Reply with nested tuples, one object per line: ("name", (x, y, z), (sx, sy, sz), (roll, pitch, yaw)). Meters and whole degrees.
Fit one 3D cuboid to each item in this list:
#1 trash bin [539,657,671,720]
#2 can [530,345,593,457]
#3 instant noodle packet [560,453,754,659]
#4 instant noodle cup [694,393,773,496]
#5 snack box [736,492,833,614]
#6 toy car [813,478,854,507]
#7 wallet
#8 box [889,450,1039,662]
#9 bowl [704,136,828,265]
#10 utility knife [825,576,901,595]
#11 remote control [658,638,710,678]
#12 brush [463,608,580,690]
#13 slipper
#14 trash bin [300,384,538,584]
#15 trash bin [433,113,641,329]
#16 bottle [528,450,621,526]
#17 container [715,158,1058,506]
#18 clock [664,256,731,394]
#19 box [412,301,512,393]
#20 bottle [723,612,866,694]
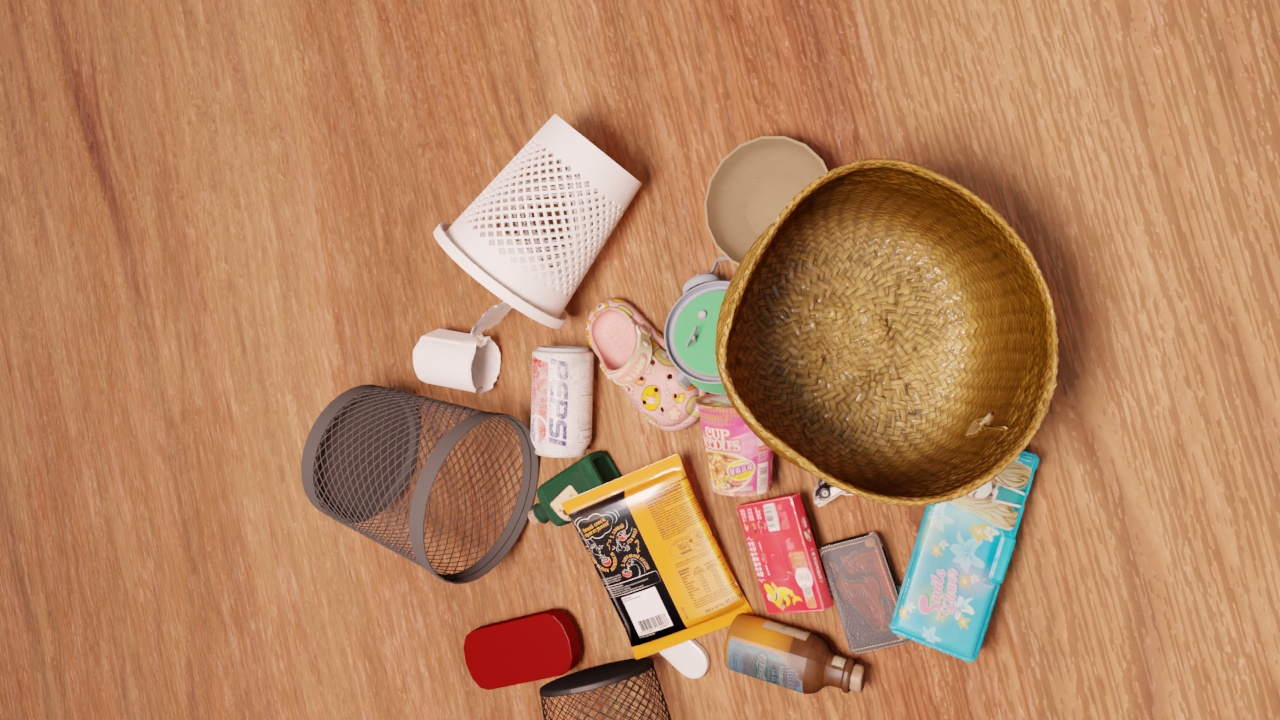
("trash bin", (-0.029, 0.485, 1.109), (0.184, 0.183, 0.210), (-19, 79, 25))
("can", (-0.100, 0.051, 1.169), (0.078, 0.078, 0.136), (4, 94, 26))
("instant noodle packet", (0.020, 0.242, 1.119), (0.160, 0.032, 0.221), (-24, 94, 13))
("instant noodle cup", (0.114, 0.096, 1.063), (0.098, 0.097, 0.108), (1, 100, 26))
("snack box", (0.165, 0.225, 1.063), (0.089, 0.021, 0.133), (-22, 83, 48))
("toy car", (0.247, 0.131, 1.028), (0.113, 0.039, 0.039), (-38, 98, 23))
("wallet", (0.250, 0.259, 1.025), (0.072, 0.019, 0.123), (-19, 85, 16))
("box", (0.342, 0.194, 0.970), (0.094, 0.041, 0.227), (17, 92, 20))
("bowl", (0.153, -0.176, 1.048), (0.152, 0.050, 0.152), (1, 93, 26))
("utility knife", (0.260, 0.260, 1.041), (0.126, 0.015, 0.022), (1, 93, 23))
("remote control", (0.030, 0.346, 1.157), (0.136, 0.013, 0.043), (38, 108, 19))
("brush", (-0.156, 0.386, 1.234), (0.174, 0.041, 0.082), (-20, 84, 26))
("slipper", (-0.007, 0.007, 1.121), (0.197, 0.081, 0.093), (48, 112, 18))
("trash bin", (-0.290, 0.148, 1.197), (0.228, 0.217, 0.218), (15, 99, 29))
("trash bin", (-0.112, -0.177, 1.115), (0.195, 0.195, 0.200), (42, 99, 18))
("bottle", (-0.091, 0.174, 1.180), (0.131, 0.061, 0.061), (-34, 80, 23))
("container", (0.227, -0.019, 0.905), (0.307, 0.196, 0.307), (0, 87, 2))
("clock", (0.095, -0.045, 1.061), (0.122, 0.075, 0.161), (7, 76, 18))
("box", (-0.233, -0.026, 1.220), (0.140, 0.083, 0.142), (12, 110, 24))
("bottle", (0.179, 0.343, 1.054), (0.157, 0.067, 0.068), (10, 97, 25))
